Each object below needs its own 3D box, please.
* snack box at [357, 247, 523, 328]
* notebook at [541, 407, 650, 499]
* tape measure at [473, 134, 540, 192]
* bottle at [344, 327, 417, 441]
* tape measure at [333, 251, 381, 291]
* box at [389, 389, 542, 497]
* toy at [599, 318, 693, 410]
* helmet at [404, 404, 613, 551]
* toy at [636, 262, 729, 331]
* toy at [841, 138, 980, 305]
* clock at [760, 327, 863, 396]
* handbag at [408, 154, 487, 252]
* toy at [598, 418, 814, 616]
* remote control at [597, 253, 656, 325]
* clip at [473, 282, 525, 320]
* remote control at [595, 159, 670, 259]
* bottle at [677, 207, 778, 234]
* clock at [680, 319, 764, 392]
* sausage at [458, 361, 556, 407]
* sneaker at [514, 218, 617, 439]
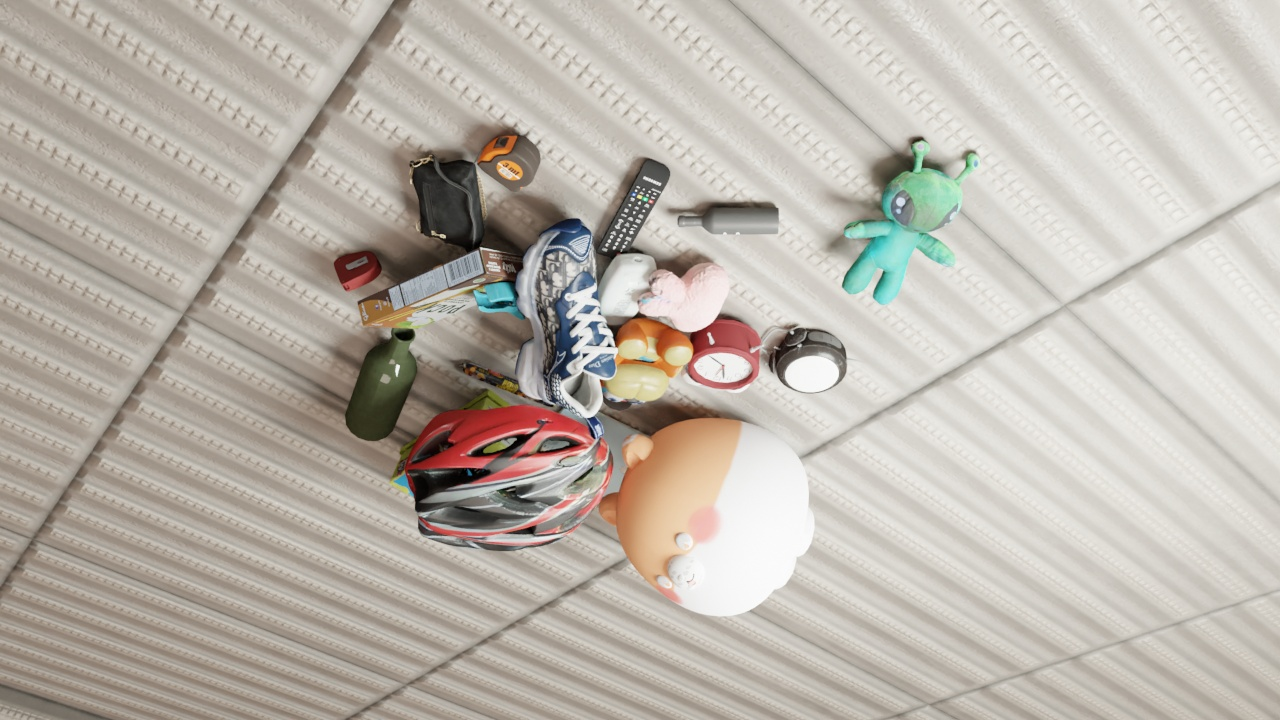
[{"bbox_3d":[-0.234,-0.083,1.103,0.186,0.031,0.101,-19,172,24],"label":"snack box"},{"bbox_3d":[-0.042,0.157,1.392,0.253,0.009,0.182,27,133,-21],"label":"notebook"},{"bbox_3d":[-0.138,-0.219,0.992,0.058,0.038,0.059,33,144,-25],"label":"tape measure"},{"bbox_3d":[-0.346,0.027,1.245,0.071,0.071,0.207,20,135,-15],"label":"bottle"},{"bbox_3d":[-0.344,-0.114,1.116,0.051,0.059,0.019,-27,135,-9],"label":"tape measure"},{"bbox_3d":[-0.257,0.145,1.354,0.124,0.079,0.222,39,131,-24],"label":"box"},{"bbox_3d":[-0.007,0.006,1.172,0.112,0.096,0.176,7,161,-18],"label":"toy"},{"bbox_3d":[-0.168,0.158,1.201,0.272,0.166,0.218,-3,140,-7],"label":"helmet"},{"bbox_3d":[0.051,-0.076,1.095,0.105,0.053,0.109,4,143,-24],"label":"toy"},{"bbox_3d":[0.287,-0.147,1.000,0.130,0.072,0.194,16,127,-12],"label":"toy"},{"bbox_3d":[0.214,0.003,1.177,0.122,0.043,0.091,20,135,-14],"label":"clock"},{"bbox_3d":[-0.219,-0.176,1.033,0.079,0.054,0.129,8,139,4],"label":"handbag"},{"bbox_3d":[0.090,0.207,1.250,0.281,0.265,0.263,22,125,1],"label":"toy"},{"bbox_3d":[-0.020,-0.085,1.112,0.060,0.028,0.115,-1,146,-21],"label":"remote control"},{"bbox_3d":[-0.144,-0.078,1.099,0.103,0.027,0.119,-29,166,31],"label":"clip"},{"bbox_3d":[-0.010,-0.166,1.045,0.033,0.015,0.147,20,135,-14],"label":"remote control"},{"bbox_3d":[0.098,-0.157,1.032,0.113,0.030,0.030,1,136,6],"label":"bottle"},{"bbox_3d":[0.105,0.000,1.176,0.096,0.048,0.138,11,144,-6],"label":"clock"},{"bbox_3d":[-0.180,0.034,1.271,0.155,0.020,0.020,23,134,-17],"label":"sausage"},{"bbox_3d":[-0.072,-0.033,1.075,0.103,0.132,0.270,-24,139,-34],"label":"sneaker"}]
